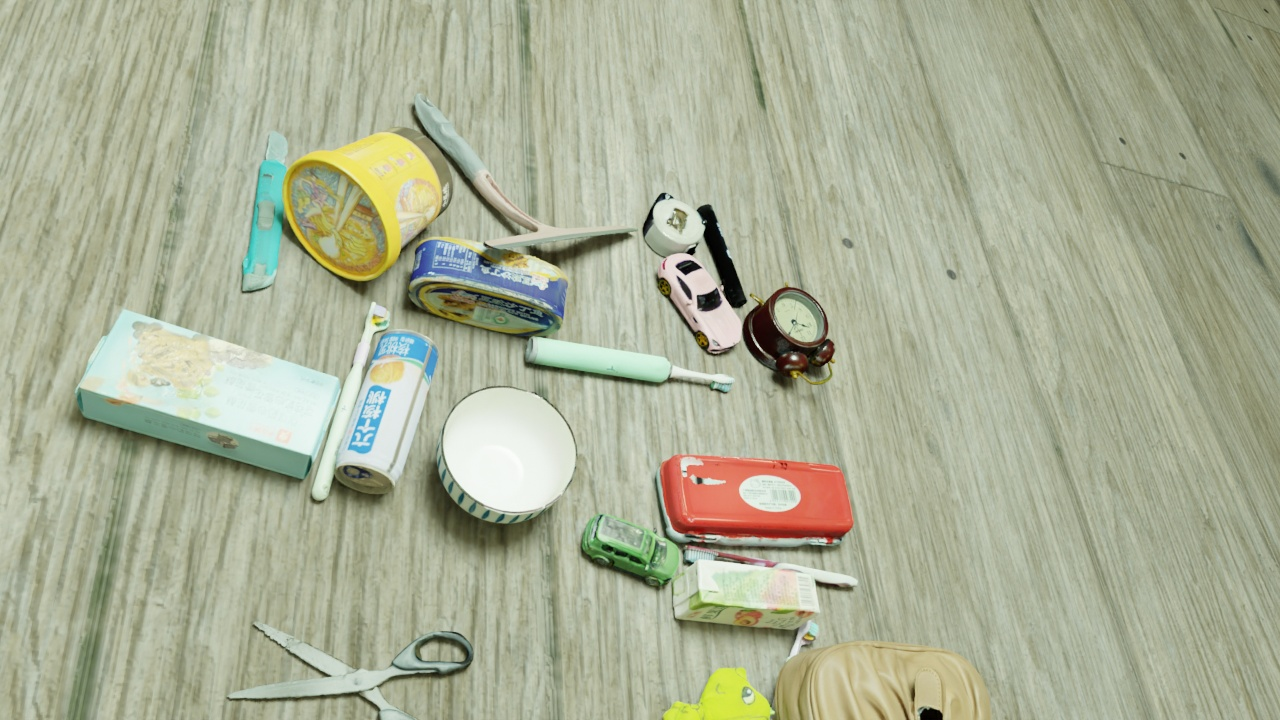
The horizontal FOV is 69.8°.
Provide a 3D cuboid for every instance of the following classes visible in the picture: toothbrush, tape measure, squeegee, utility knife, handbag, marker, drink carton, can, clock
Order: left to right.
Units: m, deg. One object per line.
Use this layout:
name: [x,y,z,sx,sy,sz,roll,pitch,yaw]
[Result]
utility knife: [-0.343,-0.141,0.843,0.029,0.013,0.186,7,58,-23]
toothbrush: [-0.246,0.032,0.781,0.020,0.029,0.189,-5,55,19]
can: [-0.212,0.042,0.770,0.053,0.053,0.134,20,54,-15]
squeegee: [-0.157,-0.189,0.947,0.249,0.040,0.247,44,29,15]
can: [-0.141,-0.067,0.861,0.148,0.075,0.049,14,59,-18]
toothbrush: [-0.005,0.005,0.915,0.224,0.027,0.026,9,29,-22]
tape measure: [0.038,-0.148,1.027,0.065,0.034,0.065,26,52,-8]
marker: [0.091,-0.120,1.047,0.022,0.020,0.132,-15,67,-6]
drink carton: [0.094,0.209,0.821,0.122,0.054,0.045,12,54,-21]
toothbrush: [0.126,0.199,0.868,0.187,0.016,0.017,15,63,-18]
toothbrush: [0.121,0.311,0.794,0.021,0.029,0.188,7,48,26]
clock: [0.166,-0.025,1.001,0.081,0.055,0.122,-19,72,-34]
handbag: [0.219,0.316,0.784,0.204,0.100,0.147,11,60,-26]

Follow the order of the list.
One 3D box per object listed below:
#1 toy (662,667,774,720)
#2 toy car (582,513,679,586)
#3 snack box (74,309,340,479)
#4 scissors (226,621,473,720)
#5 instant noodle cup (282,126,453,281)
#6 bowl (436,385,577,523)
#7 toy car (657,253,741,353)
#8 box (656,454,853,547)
toy: [0.066,0.305,0.761,0.100,0.031,0.096,4,59,-19]
toy car: [-0.006,0.166,0.810,0.091,0.036,0.043,26,51,-15]
snack box: [-0.332,0.028,0.718,0.174,0.052,0.074,19,53,-15]
scissors: [-0.203,0.240,0.680,0.177,0.014,0.159,-23,71,-33]
instant noodle cup: [-0.242,-0.151,0.840,0.118,0.119,0.114,39,44,0]
bowl: [-0.118,0.087,0.781,0.116,0.066,0.116,12,56,-19]
toy car: [0.066,-0.065,0.988,0.056,0.037,0.122,-26,76,-34]
box: [0.112,0.138,0.888,0.201,0.047,0.086,7,58,-24]
